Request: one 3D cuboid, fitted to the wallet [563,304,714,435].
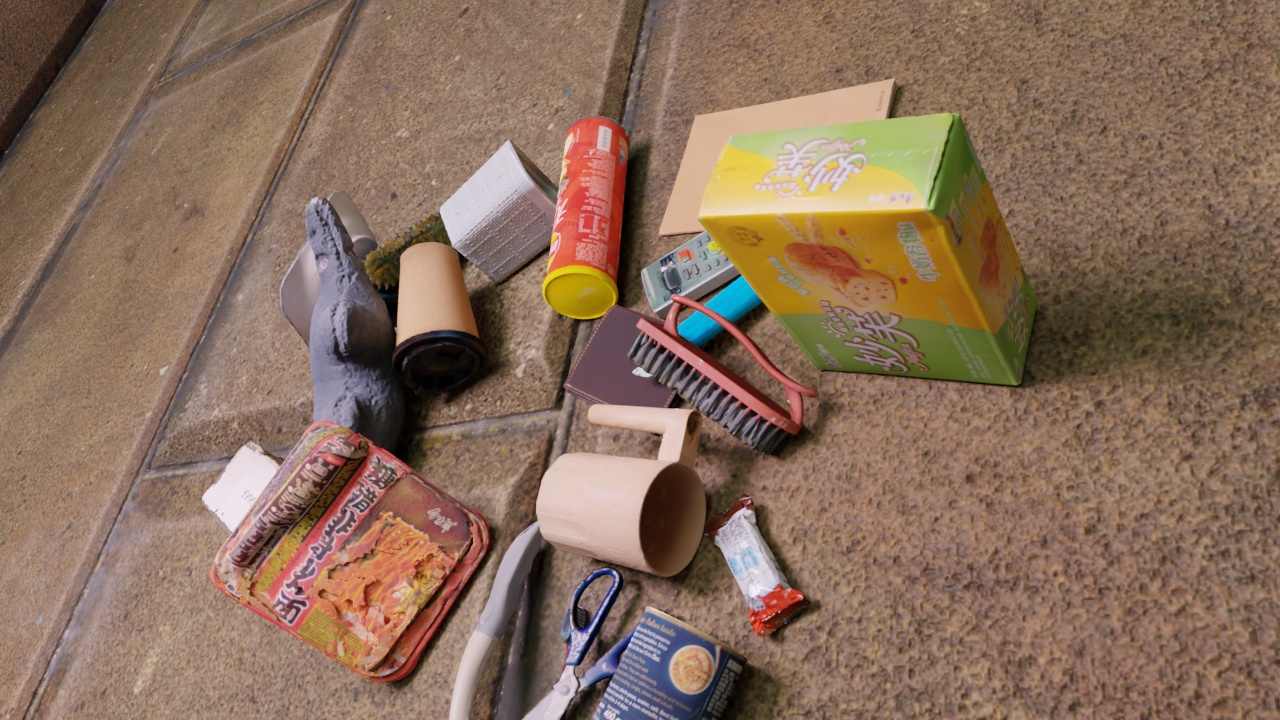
[{"bbox_3d":[-0.005,0.005,0.813,0.122,0.020,0.096,22,78,42],"label":"wallet"}]

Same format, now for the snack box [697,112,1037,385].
[{"bbox_3d":[0.158,-0.065,0.612,0.158,0.210,0.070,5,63,38],"label":"snack box"}]

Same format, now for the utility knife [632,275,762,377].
[{"bbox_3d":[0.062,-0.036,0.777,0.166,0.018,0.034,-37,49,-6],"label":"utility knife"}]

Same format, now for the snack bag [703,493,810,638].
[{"bbox_3d":[0.078,0.143,0.649,0.045,0.026,0.105,-42,43,15],"label":"snack bag"}]

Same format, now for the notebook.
[{"bbox_3d":[0.126,-0.187,0.864,0.212,0.012,0.149,0,61,35],"label":"notebook"}]

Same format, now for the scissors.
[{"bbox_3d":[-0.052,0.226,0.672,0.169,0.012,0.146,-22,58,7],"label":"scissors"}]

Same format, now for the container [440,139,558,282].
[{"bbox_3d":[-0.145,-0.156,0.979,0.111,0.090,0.090,-38,45,11],"label":"container"}]

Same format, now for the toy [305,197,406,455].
[{"bbox_3d":[-0.288,0.017,0.912,0.091,0.138,0.356,-8,80,5],"label":"toy"}]

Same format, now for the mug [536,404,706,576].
[{"bbox_3d":[-0.011,0.094,0.701,0.104,0.084,0.124,3,75,38],"label":"mug"}]

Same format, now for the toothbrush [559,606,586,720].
[{"bbox_3d":[-0.068,0.270,0.668,0.016,0.017,0.187,-3,57,30],"label":"toothbrush"}]

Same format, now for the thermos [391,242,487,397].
[{"bbox_3d":[-0.207,-0.044,0.926,0.093,0.093,0.143,-24,59,19],"label":"thermos"}]

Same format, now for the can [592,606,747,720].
[{"bbox_3d":[0.013,0.229,0.599,0.075,0.075,0.111,14,68,41],"label":"can"}]

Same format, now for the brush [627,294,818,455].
[{"bbox_3d":[0.065,0.009,0.709,0.146,0.063,0.069,37,99,22],"label":"brush"}]

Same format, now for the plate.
[{"bbox_3d":[-0.327,-0.086,1.018,0.034,0.164,0.164,12,62,12],"label":"plate"}]

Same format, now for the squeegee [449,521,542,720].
[{"bbox_3d":[-0.115,0.222,0.696,0.247,0.039,0.245,-30,35,39],"label":"squeegee"}]

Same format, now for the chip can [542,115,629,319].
[{"bbox_3d":[-0.052,-0.147,0.916,0.073,0.073,0.216,-15,52,26],"label":"chip can"}]

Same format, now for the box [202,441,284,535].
[{"bbox_3d":[-0.385,0.152,0.951,0.184,0.059,0.089,26,76,46],"label":"box"}]

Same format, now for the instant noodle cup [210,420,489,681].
[{"bbox_3d":[-0.241,0.162,0.787,0.164,0.189,0.079,-56,10,-13],"label":"instant noodle cup"}]

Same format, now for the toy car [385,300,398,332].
[{"bbox_3d":[-0.261,-0.044,1.019,0.123,0.037,0.056,-10,47,45],"label":"toy car"}]

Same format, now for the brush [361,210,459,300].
[{"bbox_3d":[-0.257,-0.114,1.033,0.143,0.055,0.074,-42,-1,-31],"label":"brush"}]

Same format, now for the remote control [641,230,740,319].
[{"bbox_3d":[0.064,-0.092,0.827,0.135,0.019,0.056,-30,50,18],"label":"remote control"}]
